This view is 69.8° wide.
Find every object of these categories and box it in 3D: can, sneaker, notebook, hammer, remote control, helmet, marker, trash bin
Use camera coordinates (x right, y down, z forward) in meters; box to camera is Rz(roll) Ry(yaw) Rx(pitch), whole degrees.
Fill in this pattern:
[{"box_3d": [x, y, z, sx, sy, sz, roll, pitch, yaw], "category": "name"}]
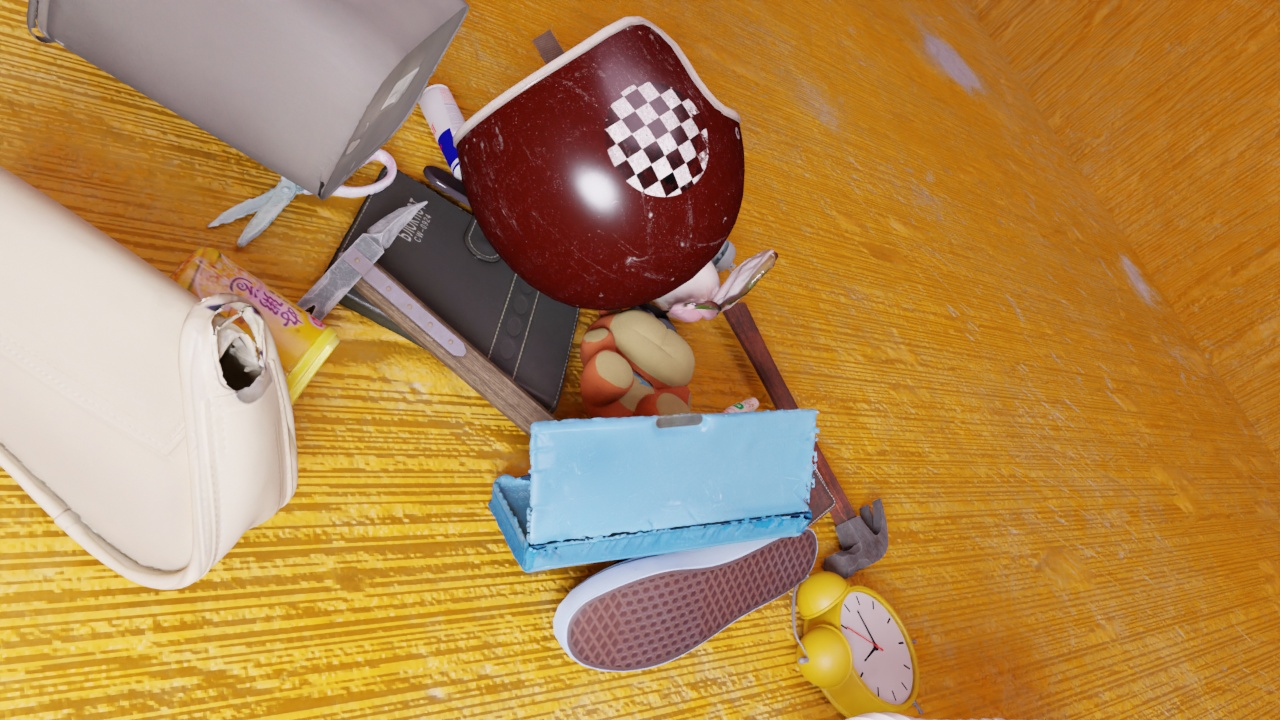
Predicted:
[{"box_3d": [-0.178, -0.214, 0.864, 0.032, 0.032, 0.095, -8, 64, -47], "category": "can"}, {"box_3d": [0.022, 0.166, 0.718, 0.240, 0.083, 0.098, -12, 22, -36], "category": "sneaker"}, {"box_3d": [-0.146, -0.062, 0.771, 0.209, 0.030, 0.169, 33, 41, -22], "category": "notebook"}, {"box_3d": [-0.104, 0.022, 0.711, 0.317, 0.028, 0.146, 43, 61, -16], "category": "hammer"}, {"box_3d": [-0.143, -0.143, 0.841, 0.124, 0.009, 0.046, 31, 17, -21], "category": "remote control"}, {"box_3d": [-0.037, -0.170, 0.769, 0.233, 0.234, 0.253, -40, 104, -32], "category": "helmet"}, {"box_3d": [0.072, 0.061, 0.882, 0.145, 0.017, 0.017, -22, 74, -50], "category": "marker"}, {"box_3d": [-0.256, -0.019, 0.591, 0.105, 0.068, 0.067, 37, 39, -14], "category": "can"}, {"box_3d": [-0.270, -0.259, 0.671, 0.220, 0.198, 0.196, 37, 43, -12], "category": "trash bin"}, {"box_3d": [0.163, 0.072, 0.944, 0.110, 0.028, 0.300, -8, 66, -48], "category": "hammer"}]

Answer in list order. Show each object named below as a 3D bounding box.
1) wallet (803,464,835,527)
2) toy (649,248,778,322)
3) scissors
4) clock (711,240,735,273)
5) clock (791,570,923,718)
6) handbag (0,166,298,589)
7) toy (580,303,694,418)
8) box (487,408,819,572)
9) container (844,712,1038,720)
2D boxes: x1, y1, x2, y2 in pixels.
[{"box_3d": [0.121, 0.133, 0.840, 0.122, 0.020, 0.072, -29, 80, -37], "category": "wallet"}, {"box_3d": [0.018, -0.093, 0.916, 0.205, 0.106, 0.130, 37, 52, 26], "category": "toy"}, {"box_3d": [-0.255, -0.130, 0.715, 0.108, 0.016, 0.178, 23, 43, -7], "category": "scissors"}, {"box_3d": [0.045, -0.142, 1.008, 0.159, 0.045, 0.122, 50, 38, 5], "category": "clock"}, {"box_3d": [0.186, 0.249, 0.803, 0.152, 0.052, 0.113, 36, 39, -22], "category": "clock"}, {"box_3d": [-0.275, -0.014, 0.491, 0.229, 0.185, 0.131, 31, 35, 4], "category": "handbag"}, {"box_3d": [-0.005, 0.005, 0.795, 0.112, 0.096, 0.176, 35, 12, -15], "category": "toy"}, {"box_3d": [0.015, 0.075, 0.672, 0.231, 0.110, 0.094, -1, 24, -25], "category": "box"}, {"box_3d": [0.232, 0.350, 0.646, 0.186, 0.190, 0.189, 17, 48, -36], "category": "container"}]
